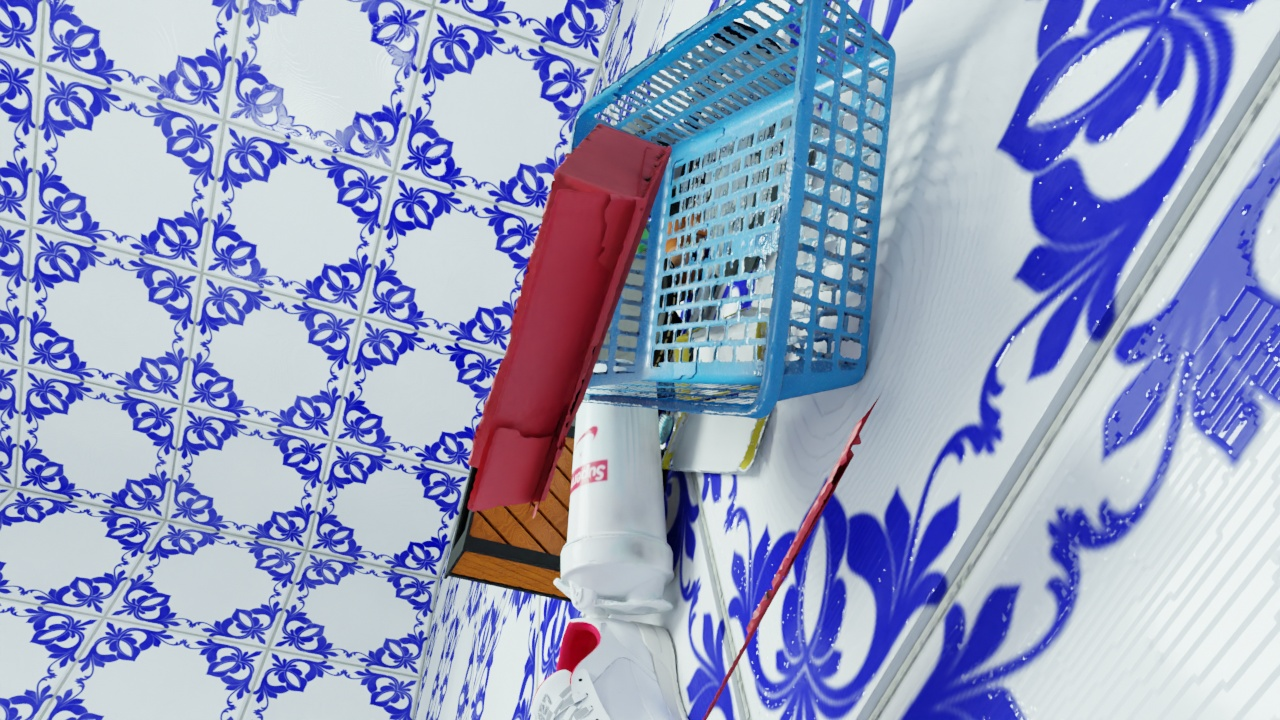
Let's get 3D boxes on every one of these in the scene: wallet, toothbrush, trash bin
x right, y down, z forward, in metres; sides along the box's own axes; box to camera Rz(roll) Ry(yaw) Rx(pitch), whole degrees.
[{"bbox_3d":[0.092,-0.142,0.761,0.100,0.054,0.132,-88,16,-47],"label":"wallet"},{"bbox_3d":[0.046,-0.006,0.887,0.017,0.016,0.189,-135,60,-65],"label":"toothbrush"},{"bbox_3d":[-0.083,0.150,0.896,0.140,0.171,0.139,128,154,-61],"label":"trash bin"}]

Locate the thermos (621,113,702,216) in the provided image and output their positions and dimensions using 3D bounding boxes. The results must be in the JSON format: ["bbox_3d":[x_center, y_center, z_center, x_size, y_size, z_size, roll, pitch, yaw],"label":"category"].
[{"bbox_3d":[0.011,-0.211,0.970,0.240,0.082,0.082,-100,28,-71],"label":"thermos"}]

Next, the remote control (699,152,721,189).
[{"bbox_3d":[0.069,-0.206,0.992,0.136,0.032,0.015,-100,17,-63],"label":"remote control"}]

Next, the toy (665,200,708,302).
[{"bbox_3d":[0.044,-0.098,0.938,0.094,0.065,0.128,-85,5,-69],"label":"toy"}]

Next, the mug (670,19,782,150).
[{"bbox_3d":[0.075,-0.259,0.877,0.111,0.078,0.097,-46,-14,-49],"label":"mug"}]

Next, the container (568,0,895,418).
[{"bbox_3d":[0.040,-0.089,0.653,0.363,0.089,0.257,180,97,-65],"label":"container"}]

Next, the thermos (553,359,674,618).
[{"bbox_3d":[-0.022,0.112,0.803,0.100,0.099,0.220,123,151,-55],"label":"thermos"}]

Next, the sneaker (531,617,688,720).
[{"bbox_3d":[-0.025,0.267,0.656,0.236,0.104,0.090,-107,34,-67],"label":"sneaker"}]

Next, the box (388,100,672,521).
[{"bbox_3d":[-0.046,-0.034,0.579,0.164,0.152,0.215,43,125,39],"label":"box"}]

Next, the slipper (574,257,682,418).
[{"bbox_3d":[-0.006,0.006,0.944,0.113,0.075,0.269,58,141,37],"label":"slipper"}]

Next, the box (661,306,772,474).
[{"bbox_3d":[0.059,0.030,0.750,0.210,0.036,0.129,160,121,-74],"label":"box"}]
